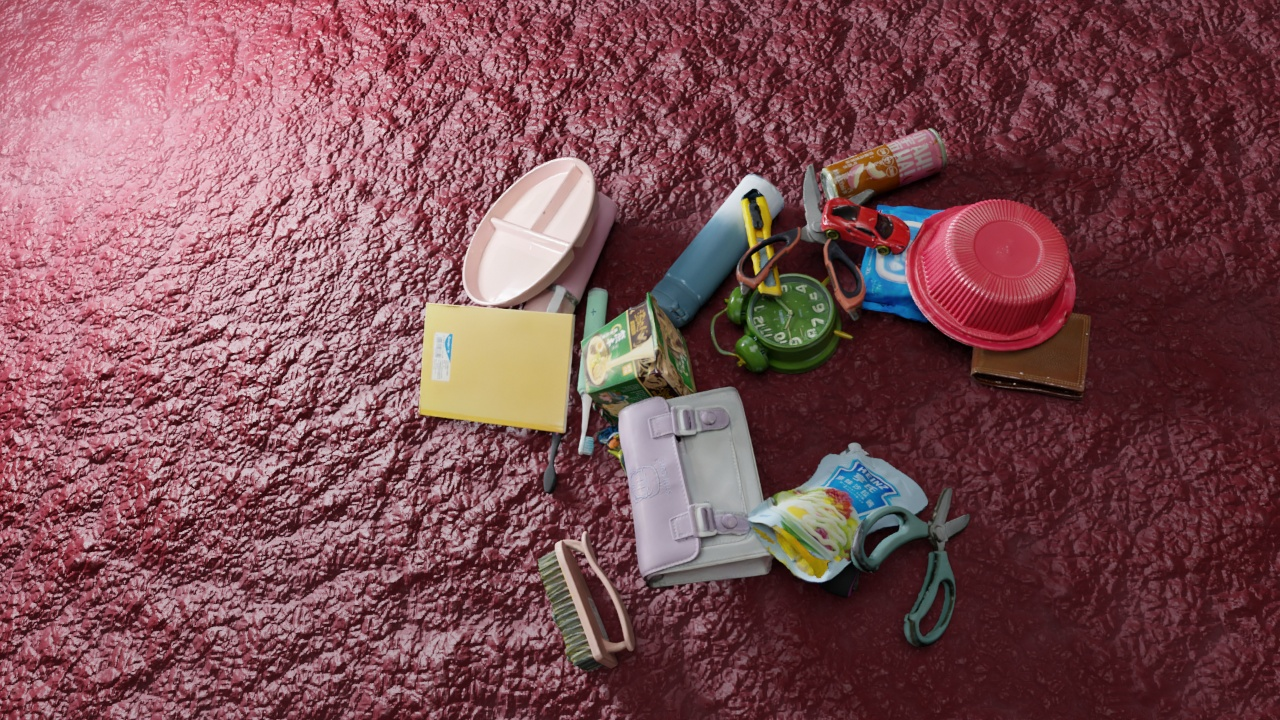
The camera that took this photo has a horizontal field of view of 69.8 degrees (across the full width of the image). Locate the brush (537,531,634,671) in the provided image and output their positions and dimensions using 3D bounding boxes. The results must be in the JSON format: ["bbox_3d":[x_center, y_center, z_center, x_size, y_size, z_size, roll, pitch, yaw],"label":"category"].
[{"bbox_3d":[-0.060,0.260,0.998,0.073,0.063,0.145,-27,60,3],"label":"brush"}]

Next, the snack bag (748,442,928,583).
[{"bbox_3d":[0.210,0.154,0.963,0.190,0.039,0.110,-27,46,-34],"label":"snack bag"}]

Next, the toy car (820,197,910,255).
[{"bbox_3d":[0.265,-0.158,1.074,0.106,0.031,0.049,20,64,3],"label":"toy car"}]

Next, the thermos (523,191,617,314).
[{"bbox_3d":[-0.090,-0.128,1.179,0.067,0.087,0.198,26,68,-10],"label":"thermos"}]

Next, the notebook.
[{"bbox_3d":[-0.181,0.007,1.134,0.206,0.010,0.146,5,92,20],"label":"notebook"}]

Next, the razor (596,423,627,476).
[{"bbox_3d":[-0.010,0.133,1.070,0.042,0.022,0.142,-25,62,2],"label":"razor"}]

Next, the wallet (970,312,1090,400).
[{"bbox_3d":[0.439,-0.014,1.036,0.125,0.032,0.101,9,64,16],"label":"wallet"}]

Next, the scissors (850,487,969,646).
[{"bbox_3d":[0.274,0.192,0.932,0.178,0.019,0.172,31,68,-20],"label":"scissors"}]

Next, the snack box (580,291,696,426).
[{"bbox_3d":[-0.006,0.006,1.082,0.106,0.118,0.117,-20,52,15],"label":"snack box"}]

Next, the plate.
[{"bbox_3d":[-0.141,-0.164,1.191,0.230,0.028,0.229,-25,46,28],"label":"plate"}]

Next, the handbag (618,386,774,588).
[{"bbox_3d":[0.057,0.138,1.006,0.145,0.098,0.196,-11,62,3],"label":"handbag"}]

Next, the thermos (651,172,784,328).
[{"bbox_3d":[0.092,-0.135,1.153,0.070,0.070,0.220,34,76,25],"label":"thermos"}]

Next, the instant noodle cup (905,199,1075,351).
[{"bbox_3d":[0.399,-0.109,1.024,0.194,0.066,0.193,-1,66,2],"label":"instant noodle cup"}]

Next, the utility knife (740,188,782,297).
[{"bbox_3d":[0.147,-0.143,1.103,0.033,0.015,0.154,-10,66,5],"label":"utility knife"}]

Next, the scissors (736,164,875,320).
[{"bbox_3d":[0.201,-0.142,1.088,0.189,0.015,0.222,-5,65,-4],"label":"scissors"}]

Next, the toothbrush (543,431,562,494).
[{"bbox_3d":[-0.099,0.075,1.126,0.014,0.018,0.188,0,61,12],"label":"toothbrush"}]

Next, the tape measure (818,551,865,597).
[{"bbox_3d":[0.213,0.218,0.959,0.039,0.057,0.057,21,63,22],"label":"tape measure"}]

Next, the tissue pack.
[{"bbox_3d":[0.317,-0.123,1.102,0.095,0.052,0.156,12,68,18],"label":"tissue pack"}]

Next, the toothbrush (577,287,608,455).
[{"bbox_3d":[-0.062,0.011,1.138,0.027,0.026,0.224,7,65,-6],"label":"toothbrush"}]

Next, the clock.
[{"bbox_3d":[0.164,-0.044,1.097,0.161,0.056,0.116,-13,61,6],"label":"clock"}]

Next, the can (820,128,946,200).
[{"bbox_3d":[0.306,-0.242,1.159,0.147,0.058,0.058,-20,62,3],"label":"can"}]
